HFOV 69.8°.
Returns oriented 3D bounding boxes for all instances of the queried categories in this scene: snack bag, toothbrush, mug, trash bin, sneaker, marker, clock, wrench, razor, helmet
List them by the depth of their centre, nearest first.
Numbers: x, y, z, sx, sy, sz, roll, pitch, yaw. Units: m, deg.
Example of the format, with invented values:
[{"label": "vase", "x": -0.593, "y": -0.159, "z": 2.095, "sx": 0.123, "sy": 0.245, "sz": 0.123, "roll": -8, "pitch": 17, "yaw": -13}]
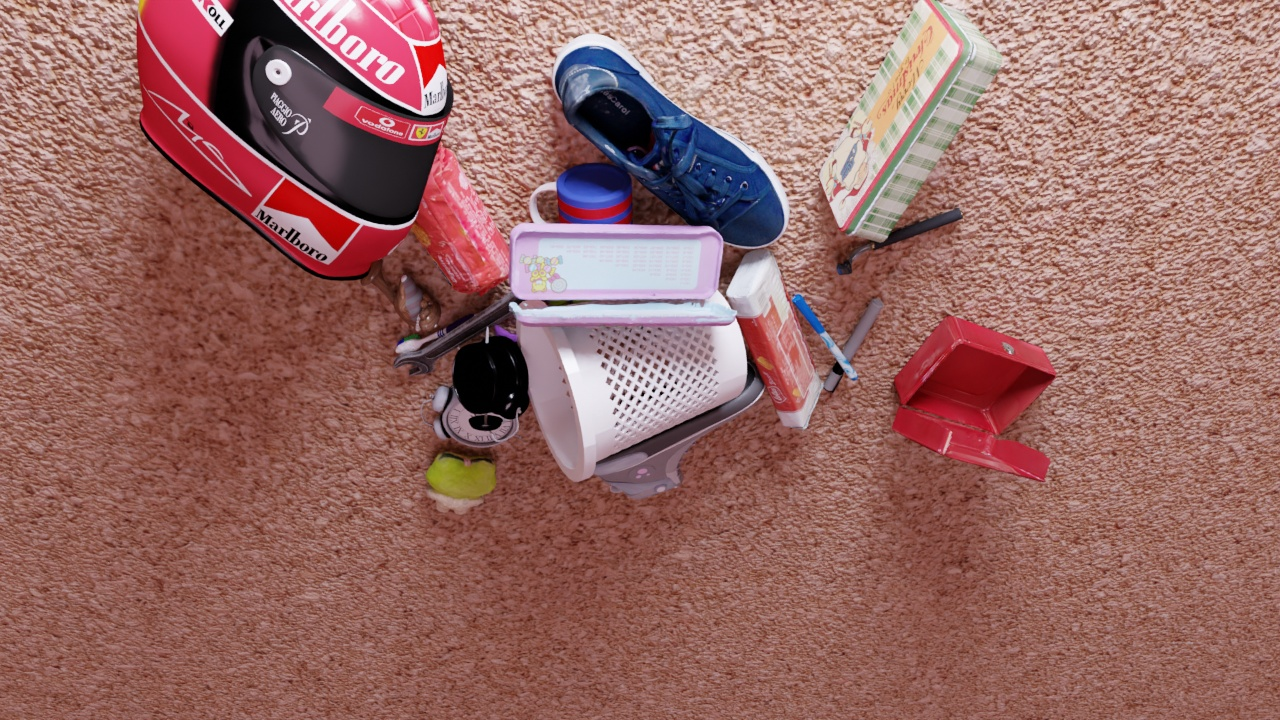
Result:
[{"label": "helmet", "x": -0.265, "y": -0.229, "z": 0.752, "sx": 0.271, "sy": 0.197, "sz": 0.225, "roll": 42, "pitch": 114, "yaw": -16}, {"label": "sneaker", "x": 0.041, "y": -0.183, "z": 0.874, "sx": 0.294, "sy": 0.127, "sz": 0.121, "roll": 32, "pitch": 123, "yaw": -30}, {"label": "snack bag", "x": -0.187, "y": -0.136, "z": 0.928, "sx": 0.082, "sy": 0.082, "sz": 0.176, "roll": -19, "pitch": 130, "yaw": 12}, {"label": "mug", "x": -0.062, "y": -0.153, "z": 0.934, "sx": 0.112, "sy": 0.074, "sz": 0.076, "roll": 15, "pitch": 134, "yaw": 17}, {"label": "trash bin", "x": -0.006, "y": 0.006, "z": 0.986, "sx": 0.199, "sy": 0.195, "sz": 0.196, "roll": -17, "pitch": 134, "yaw": -19}, {"label": "razor", "x": 0.280, "y": -0.133, "z": 1.003, "sx": 0.144, "sy": 0.022, "sz": 0.042, "roll": -25, "pitch": 171, "yaw": 12}, {"label": "clock", "x": -0.164, "y": 0.030, "z": 1.014, "sx": 0.042, "sy": 0.120, "sz": 0.091, "roll": -10, "pitch": 167, "yaw": -46}, {"label": "wrench", "x": -0.180, "y": -0.040, "z": 1.018, "sx": 0.274, "sy": 0.010, "sz": 0.070, "roll": -27, "pitch": 151, "yaw": 33}, {"label": "toothbrush", "x": -0.198, "y": -0.044, "z": 1.050, "sx": 0.187, "sy": 0.016, "sz": 0.015, "roll": -20, "pitch": 131, "yaw": 11}, {"label": "snack bag", "x": 0.158, "y": -0.020, "z": 1.056, "sx": 0.041, "sy": 0.077, "sz": 0.225, "roll": 5, "pitch": 140, "yaw": 33}, {"label": "marker", "x": 0.220, "y": -0.025, "z": 1.084, "sx": 0.013, "sy": 0.013, "sz": 0.142, "roll": -30, "pitch": 119, "yaw": 21}, {"label": "marker", "x": 0.255, "y": -0.017, "z": 1.105, "sx": 0.016, "sy": 0.016, "sz": 0.141, "roll": 11, "pitch": 130, "yaw": -13}, {"label": "clock", "x": -0.209, "y": 0.066, "z": 1.133, "sx": 0.122, "sy": 0.035, "sz": 0.095, "roll": 1, "pitch": 131, "yaw": -6}, {"label": "sneaker", "x": 0.056, "y": 0.096, "z": 1.153, "sx": 0.257, "sy": 0.093, "sz": 0.160, "roll": -24, "pitch": 137, "yaw": 15}]

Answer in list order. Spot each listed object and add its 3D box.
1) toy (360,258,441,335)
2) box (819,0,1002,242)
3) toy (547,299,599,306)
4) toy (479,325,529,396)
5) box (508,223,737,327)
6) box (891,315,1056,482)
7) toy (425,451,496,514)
[{"label": "toy", "x": -0.257, "y": -0.066, "z": 1.011, "sx": 0.055, "sy": 0.041, "sz": 0.102, "roll": 2, "pitch": 144, "yaw": 24}, {"label": "box", "x": 0.242, "y": -0.222, "z": 0.859, "sx": 0.050, "sy": 0.117, "sz": 0.206, "roll": 12, "pitch": 131, "yaw": -21}, {"label": "toy", "x": -0.076, "y": -0.081, "z": 1.013, "sx": 0.093, "sy": 0.036, "sz": 0.094, "roll": 15, "pitch": 136, "yaw": -23}, {"label": "toy", "x": -0.152, "y": 0.007, "z": 1.070, "sx": 0.106, "sy": 0.055, "sz": 0.088, "roll": 29, "pitch": 116, "yaw": -4}, {"label": "box", "x": -0.016, "y": -0.075, "z": 0.872, "sx": 0.214, "sy": 0.093, "sz": 0.090, "roll": -1, "pitch": 114, "yaw": -15}, {"label": "box", "x": 0.407, "y": 0.039, "z": 1.110, "sx": 0.157, "sy": 0.152, "sz": 0.165, "roll": 15, "pitch": 92, "yaw": -19}, {"label": "toy", "x": -0.240, "y": 0.165, "z": 1.215, "sx": 0.092, "sy": 0.043, "sz": 0.118, "roll": 9, "pitch": 133, "yaw": -15}]
